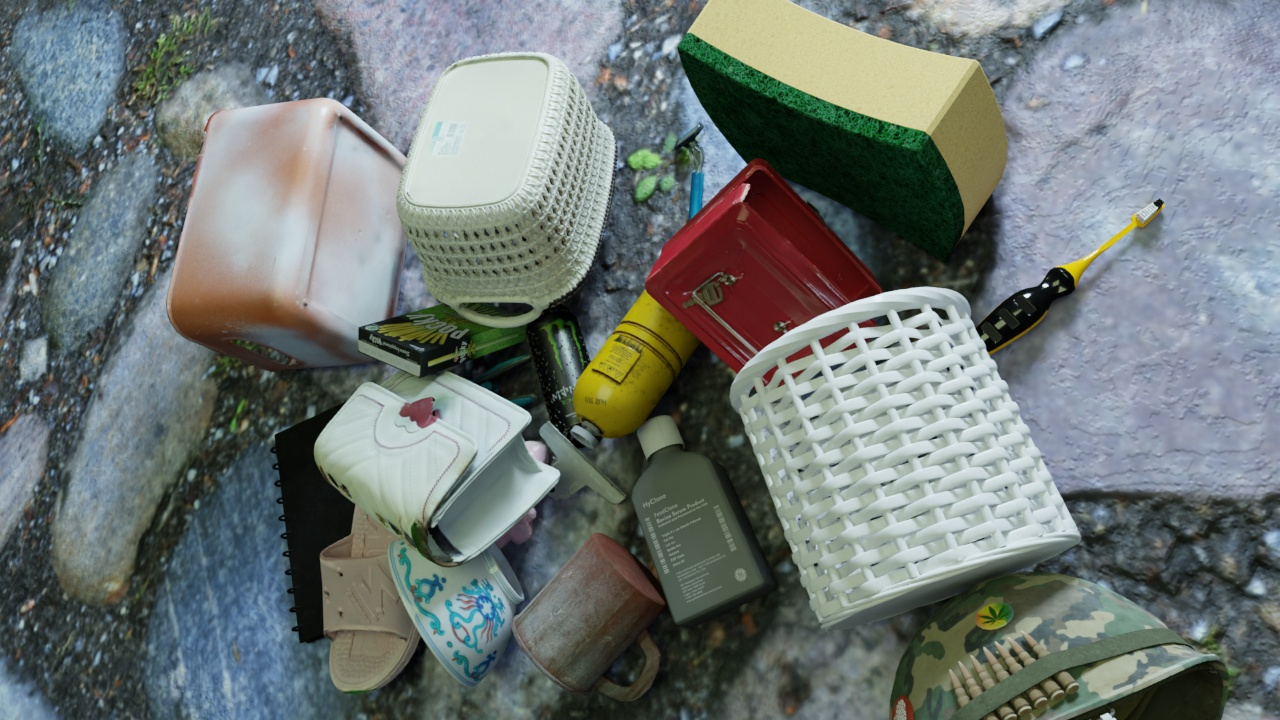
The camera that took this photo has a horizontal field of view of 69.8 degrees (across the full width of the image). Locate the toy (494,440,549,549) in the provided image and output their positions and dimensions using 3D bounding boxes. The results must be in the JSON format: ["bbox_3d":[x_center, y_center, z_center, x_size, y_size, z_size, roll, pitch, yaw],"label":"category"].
[{"bbox_3d":[-0.127,0.128,0.861,0.099,0.053,0.095,-16,69,12],"label":"toy"}]

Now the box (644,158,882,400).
[{"bbox_3d":[0.102,-0.067,0.755,0.136,0.157,0.117,-38,17,32],"label":"box"}]

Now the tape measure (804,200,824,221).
[{"bbox_3d":[0.137,-0.099,0.811,0.065,0.058,0.036,-42,56,2],"label":"tape measure"}]

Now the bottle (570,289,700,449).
[{"bbox_3d":[-0.005,0.005,0.812,0.071,0.071,0.163,26,70,28],"label":"bottle"}]

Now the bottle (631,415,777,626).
[{"bbox_3d":[0.042,0.130,0.789,0.084,0.046,0.173,-28,64,14],"label":"bottle"}]

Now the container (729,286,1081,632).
[{"bbox_3d":[0.184,0.075,0.663,0.189,0.189,0.186,-25,66,15],"label":"container"}]

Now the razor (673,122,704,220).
[{"bbox_3d":[0.052,-0.157,0.892,0.042,0.022,0.143,-22,65,58],"label":"razor"}]

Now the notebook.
[{"bbox_3d":[-0.304,0.155,0.952,0.169,0.019,0.231,-24,66,15],"label":"notebook"}]

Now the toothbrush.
[{"bbox_3d":[0.335,-0.063,0.731,0.197,0.031,0.031,-39,67,3],"label":"toothbrush"}]

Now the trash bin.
[{"bbox_3d":[-0.357,-0.128,0.976,0.158,0.181,0.259,-1,72,22],"label":"trash bin"}]

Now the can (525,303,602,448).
[{"bbox_3d":[-0.070,0.015,0.871,0.054,0.054,0.137,-25,65,15],"label":"can"}]

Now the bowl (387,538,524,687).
[{"bbox_3d":[-0.151,0.203,0.808,0.074,0.144,0.144,-31,63,-5],"label":"bowl"}]

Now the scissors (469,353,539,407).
[{"bbox_3d":[-0.160,0.032,0.921,0.130,0.019,0.151,33,98,32],"label":"scissors"}]

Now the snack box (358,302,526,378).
[{"bbox_3d":[-0.188,-0.026,0.889,0.080,0.147,0.025,20,115,28],"label":"snack box"}]

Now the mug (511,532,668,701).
[{"bbox_3d":[-0.030,0.223,0.772,0.123,0.096,0.110,42,97,9],"label":"mug"}]

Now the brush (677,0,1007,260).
[{"bbox_3d":[0.166,-0.195,0.752,0.250,0.195,0.075,34,89,29],"label":"brush"}]

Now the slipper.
[{"bbox_3d":[-0.255,0.192,0.874,0.094,0.064,0.239,-4,70,21],"label":"slipper"}]

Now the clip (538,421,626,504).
[{"bbox_3d":[-0.066,0.103,0.838,0.101,0.040,0.054,45,134,-10],"label":"clip"}]

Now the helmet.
[{"bbox_3d":[0.260,0.249,0.564,0.224,0.193,0.236,-35,36,-13],"label":"helmet"}]

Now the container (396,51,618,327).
[{"bbox_3d":[-0.130,-0.174,0.879,0.185,0.143,0.251,0,61,17],"label":"container"}]

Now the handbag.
[{"bbox_3d":[-0.187,0.085,0.809,0.199,0.096,0.141,20,50,42],"label":"handbag"}]
